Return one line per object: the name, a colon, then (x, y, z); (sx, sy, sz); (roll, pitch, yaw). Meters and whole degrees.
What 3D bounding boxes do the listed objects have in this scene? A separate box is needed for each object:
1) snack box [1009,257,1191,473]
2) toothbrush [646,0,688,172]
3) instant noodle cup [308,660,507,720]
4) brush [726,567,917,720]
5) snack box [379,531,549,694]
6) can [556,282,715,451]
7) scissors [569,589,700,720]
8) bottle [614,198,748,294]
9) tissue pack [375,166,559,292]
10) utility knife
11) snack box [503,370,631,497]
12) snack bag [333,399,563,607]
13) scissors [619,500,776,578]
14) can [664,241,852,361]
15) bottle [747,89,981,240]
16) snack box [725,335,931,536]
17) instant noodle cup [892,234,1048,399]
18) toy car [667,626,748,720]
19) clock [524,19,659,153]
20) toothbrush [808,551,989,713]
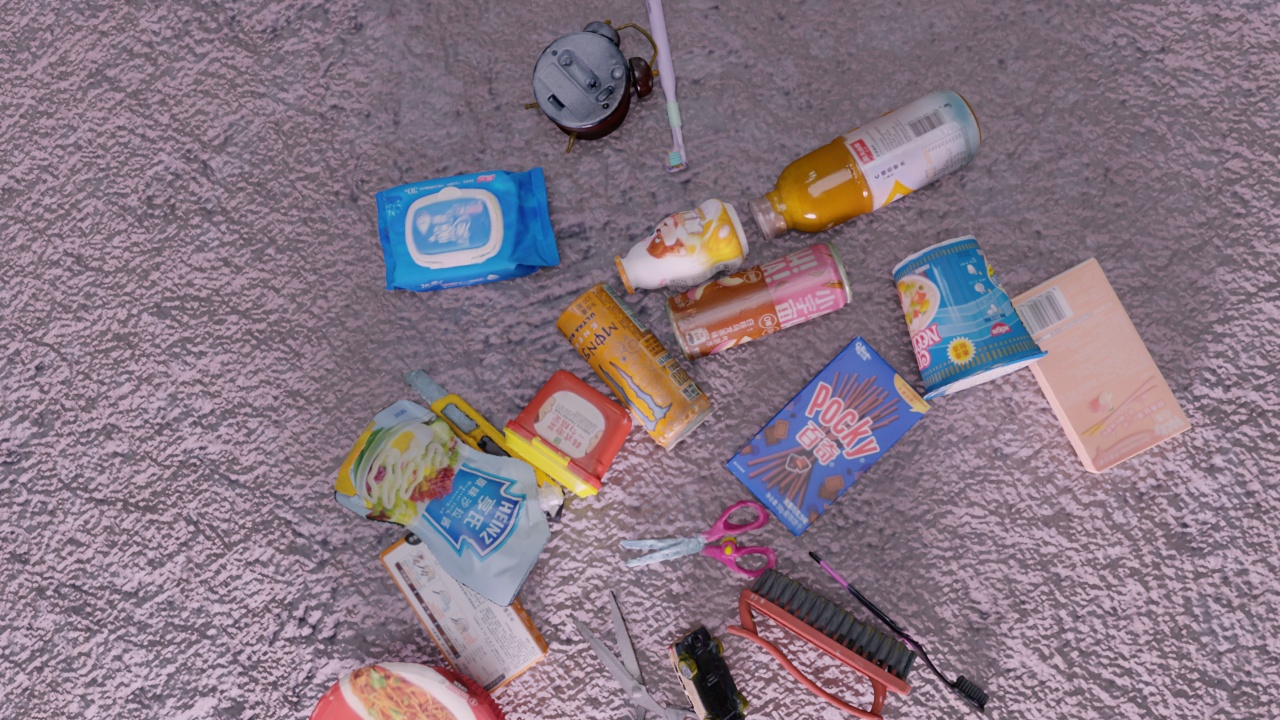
snack box: (0.368, 0.004, 0.750); (0.084, 0.026, 0.157); (-27, 85, 4)
toothbrush: (0.018, -0.259, 0.804); (0.021, 0.029, 0.189); (-5, 84, -35)
instant noodle cup: (-0.175, 0.327, 0.757); (0.194, 0.065, 0.194); (3, 100, 15)
brush: (0.144, 0.230, 0.744); (0.146, 0.063, 0.069); (30, 77, 8)
snack box: (-0.152, 0.209, 0.794); (0.075, 0.026, 0.153); (-35, 85, 3)
can: (-0.005, 0.005, 0.772); (0.058, 0.058, 0.146); (-42, 84, 2)
scissors: (0.000, 0.289, 0.781); (0.159, 0.014, 0.170); (16, 88, 7)
bottle: (0.034, -0.091, 0.771); (0.108, 0.063, 0.063); (-22, 85, 4)
tissue pack: (-0.152, -0.113, 0.796); (0.157, 0.052, 0.095); (-8, 87, 5)
utility knife: (-0.139, 0.071, 0.804); (0.193, 0.015, 0.033); (41, 89, 7)
snack box: (-0.057, 0.060, 0.766); (0.091, 0.082, 0.080); (34, 81, 6)
snack bag: (-0.160, 0.114, 0.773); (0.191, 0.039, 0.110); (26, 67, 18)
scissors: (0.046, 0.147, 0.777); (0.137, 0.017, 0.077); (1, 105, 8)
can: (0.097, -0.049, 0.765); (0.147, 0.058, 0.058); (-20, 85, 5)
bottle: (0.181, -0.156, 0.756); (0.189, 0.068, 0.068); (-26, 85, 4)
snack box: (0.156, 0.063, 0.769); (0.157, 0.026, 0.084); (-45, 84, 2)
instant noodle cup: (0.255, -0.036, 0.736); (0.099, 0.099, 0.110); (-20, 77, 4)
toy car: (0.056, 0.270, 0.762); (0.042, 0.035, 0.090); (-22, 83, -39)
clock: (-0.038, -0.242, 0.790); (0.122, 0.055, 0.082); (-43, 83, 1)
toothbrush: (0.214, 0.222, 0.763); (0.189, 0.014, 0.017); (42, 82, 7)
